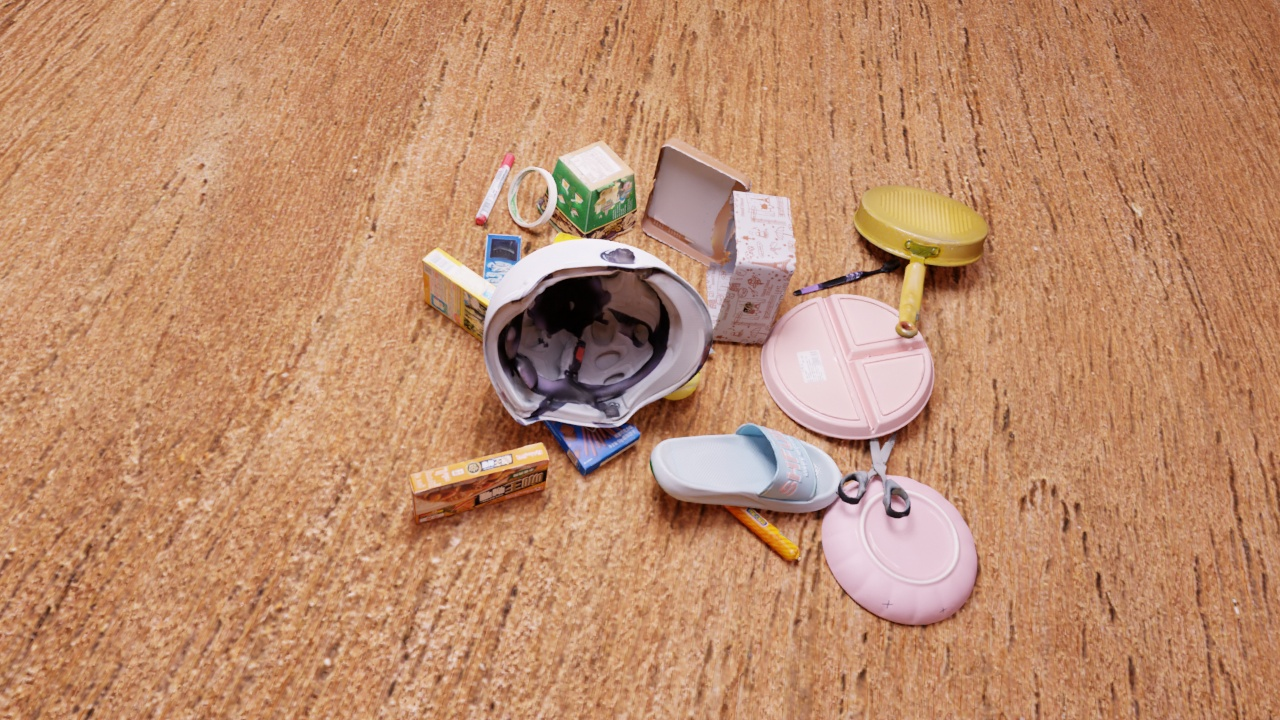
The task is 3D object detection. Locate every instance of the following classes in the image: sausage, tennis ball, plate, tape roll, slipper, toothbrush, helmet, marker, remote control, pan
[{"bbox_3d":[0.126,0.183,1.094,0.165,0.021,0.021,40,58,17],"label":"sausage"},{"bbox_3d":[0.044,0.018,1.170,0.065,0.066,0.065,5,54,-7],"label":"tennis ball"},{"bbox_3d":[0.276,0.000,1.223,0.229,0.028,0.229,-2,56,3],"label":"plate"},{"bbox_3d":[-0.154,-0.232,1.306,0.013,0.086,0.086,-2,47,-52],"label":"tape roll"},{"bbox_3d":[0.130,0.120,1.089,0.245,0.074,0.104,4,44,-22],"label":"slipper"},{"bbox_3d":[0.306,-0.122,1.350,0.188,0.017,0.014,-16,59,-19],"label":"toothbrush"},{"bbox_3d":[-0.060,-0.047,1.068,0.258,0.229,0.145,-10,39,-13],"label":"helmet"},{"bbox_3d":[-0.213,-0.253,1.349,0.017,0.017,0.144,15,54,1],"label":"marker"},{"bbox_3d":[-0.190,-0.124,1.255,0.049,0.024,0.124,4,55,-8],"label":"remote control"},{"bbox_3d":[0.397,-0.149,1.321,0.198,0.078,0.356,15,34,8],"label":"pan"},{"bbox_3d":[0.314,0.216,1.094,0.192,0.039,0.192,5,54,-7],"label":"plate"}]

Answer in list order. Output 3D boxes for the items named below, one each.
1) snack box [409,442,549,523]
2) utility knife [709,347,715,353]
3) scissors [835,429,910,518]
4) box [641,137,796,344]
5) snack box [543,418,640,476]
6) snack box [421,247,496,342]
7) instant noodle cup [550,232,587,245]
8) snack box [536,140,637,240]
[{"bbox_3d":[-0.181,0.138,1.037,0.153,0.075,0.026,-13,57,-19],"label":"snack box"},{"bbox_3d":[-0.007,0.007,1.199,0.223,0.015,0.033,-12,58,-15],"label":"utility knife"},{"bbox_3d":[0.296,0.136,1.130,0.163,0.014,0.164,-11,38,-30],"label":"scissors"},{"bbox_3d":[0.112,-0.164,1.243,0.136,0.180,0.269,-22,63,-23],"label":"box"},{"bbox_3d":[-0.080,0.057,1.133,0.084,0.026,0.157,-31,71,-23],"label":"snack box"},{"bbox_3d":[-0.218,-0.074,1.176,0.140,0.087,0.033,36,57,15],"label":"snack box"},{"bbox_3d":[-0.091,-0.098,1.208,0.116,0.116,0.123,13,42,-1],"label":"instant noodle cup"},{"bbox_3d":[-0.069,-0.245,1.313,0.118,0.106,0.117,-29,64,-28],"label":"snack box"}]
